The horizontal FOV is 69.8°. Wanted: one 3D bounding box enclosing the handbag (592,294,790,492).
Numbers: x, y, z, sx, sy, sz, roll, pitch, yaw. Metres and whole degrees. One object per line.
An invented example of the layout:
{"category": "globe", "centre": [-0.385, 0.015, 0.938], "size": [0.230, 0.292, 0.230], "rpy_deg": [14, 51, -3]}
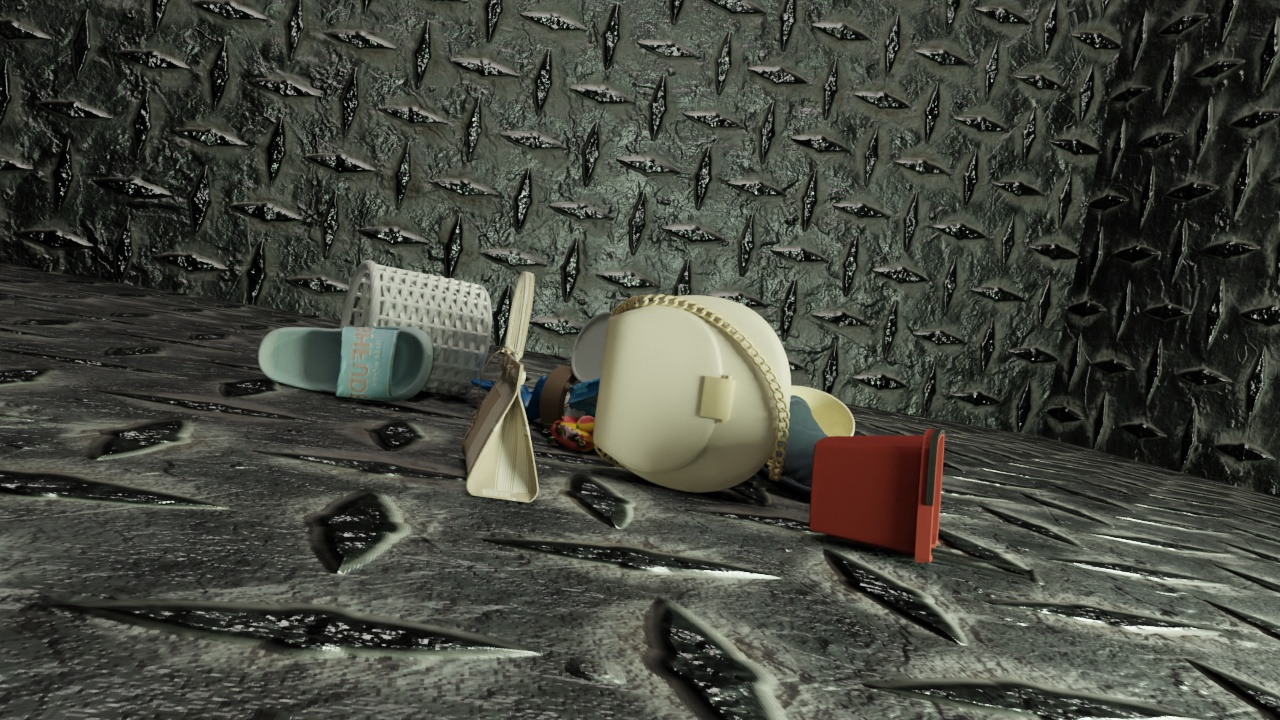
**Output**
{"category": "handbag", "centre": [0.059, 0.034, 1.010], "size": [0.209, 0.210, 0.103], "rpy_deg": [8, 3, 7]}

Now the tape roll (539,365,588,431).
{"category": "tape roll", "centre": [-0.099, 0.055, 1.250], "size": [0.030, 0.094, 0.093], "rpy_deg": [12, 3, 26]}

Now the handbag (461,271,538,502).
{"category": "handbag", "centre": [-0.121, 0.015, 0.862], "size": [0.062, 0.198, 0.176], "rpy_deg": [9, 3, -13]}

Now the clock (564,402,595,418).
{"category": "clock", "centre": [-0.042, 0.081, 1.321], "size": [0.148, 0.056, 0.104], "rpy_deg": [14, 11, -6]}

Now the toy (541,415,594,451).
{"category": "toy", "centre": [-0.077, 0.091, 1.147], "size": [0.084, 0.046, 0.103], "rpy_deg": [-3, -4, 8]}

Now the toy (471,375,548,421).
{"category": "toy", "centre": [-0.165, 0.054, 1.341], "size": [0.112, 0.071, 0.177], "rpy_deg": [11, -9, -35]}

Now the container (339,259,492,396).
{"category": "container", "centre": [-0.354, -0.046, 1.433], "size": [0.186, 0.189, 0.189], "rpy_deg": [10, 3, -30]}

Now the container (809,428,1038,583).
{"category": "container", "centre": [0.271, 0.128, 0.868], "size": [0.201, 0.127, 0.148], "rpy_deg": [4, 0, 21]}

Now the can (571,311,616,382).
{"category": "can", "centre": [-0.007, 0.007, 1.242], "size": [0.144, 0.099, 0.099], "rpy_deg": [27, -9, -40]}

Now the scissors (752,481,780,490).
{"category": "scissors", "centre": [0.215, 0.158, 1.114], "size": [0.153, 0.014, 0.130], "rpy_deg": [8, 1, 26]}

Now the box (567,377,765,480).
{"category": "box", "centre": [0.039, 0.082, 1.181], "size": [0.231, 0.060, 0.175], "rpy_deg": [23, -3, -30]}

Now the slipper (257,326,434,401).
{"category": "slipper", "centre": [-0.400, 0.002, 1.233], "size": [0.245, 0.104, 0.074], "rpy_deg": [4, 4, 4]}

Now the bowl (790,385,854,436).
{"category": "bowl", "centre": [0.210, 0.108, 1.247], "size": [0.151, 0.075, 0.150], "rpy_deg": [0, 34, 0]}

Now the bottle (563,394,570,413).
{"category": "bottle", "centre": [-0.071, 0.067, 1.389], "size": [0.136, 0.044, 0.044], "rpy_deg": [-10, 5, -5]}

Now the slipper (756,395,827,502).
{"category": "slipper", "centre": [0.169, 0.081, 1.128], "size": [0.108, 0.084, 0.265], "rpy_deg": [-6, 31, -39]}
